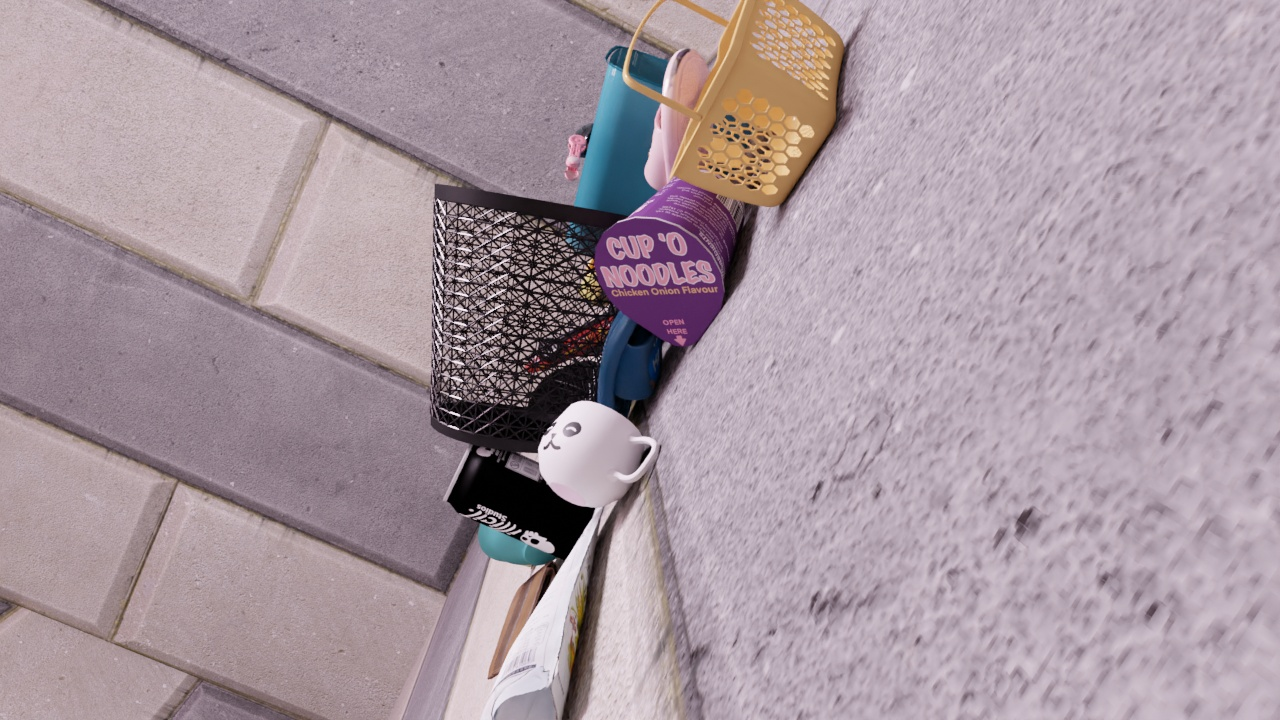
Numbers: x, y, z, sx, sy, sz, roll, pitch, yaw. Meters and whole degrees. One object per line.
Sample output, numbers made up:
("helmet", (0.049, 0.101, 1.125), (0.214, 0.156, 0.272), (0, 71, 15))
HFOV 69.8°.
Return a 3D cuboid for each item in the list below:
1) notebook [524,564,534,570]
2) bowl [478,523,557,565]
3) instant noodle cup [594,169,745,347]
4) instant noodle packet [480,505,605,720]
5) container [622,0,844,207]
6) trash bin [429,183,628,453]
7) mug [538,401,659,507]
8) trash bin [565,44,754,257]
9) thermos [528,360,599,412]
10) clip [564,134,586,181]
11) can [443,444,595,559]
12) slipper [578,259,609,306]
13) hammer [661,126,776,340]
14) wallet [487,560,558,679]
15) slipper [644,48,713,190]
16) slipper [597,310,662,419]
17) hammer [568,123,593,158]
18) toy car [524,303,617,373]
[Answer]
("notebook", (-0.123, 0.164, 1.286), (0.215, 0.034, 0.190), (-87, 18, -72))
("bowl", (-0.113, 0.190, 1.010), (0.046, 0.121, 0.121), (47, 116, 44))
("instant noodle cup", (0.041, -0.104, 0.845), (0.121, 0.122, 0.137), (-58, -43, -42))
("instant noodle packet", (-0.073, 0.225, 0.756), (0.147, 0.057, 0.268), (-60, 3, 18))
("container", (0.071, -0.232, 0.761), (0.130, 0.167, 0.182), (-58, 10, 43))
("trash bin", (-0.121, -0.043, 0.957), (0.217, 0.217, 0.243), (-113, 32, -81))
("mug", (-0.035, 0.087, 0.805), (0.124, 0.090, 0.076), (-1, 50, 47))
("trash bin", (0.020, -0.229, 1.091), (0.198, 0.196, 0.219), (-79, 9, -65))
("thermos", (-0.075, 0.049, 1.153), (0.106, 0.106, 0.218), (-64, 2, 7))
("clip", (-0.077, -0.234, 1.072), (0.058, 0.023, 0.050), (-89, 13, -56))
("can", (-0.120, 0.141, 0.938), (0.080, 0.146, 0.080), (-63, 7, 14))
("slipper", (-0.030, -0.132, 1.282), (0.100, 0.078, 0.262), (-45, -6, 18))
("hammer", (0.071, -0.129, 0.967), (0.312, 0.029, 0.124), (-61, 7, 33))
("wallet", (-0.128, 0.284, 0.993), (0.099, 0.027, 0.120), (-49, 16, 55))
("slipper", (0.037, -0.204, 0.924), (0.222, 0.056, 0.106), (87, -159, -51))
("slipper", (-0.006, 0.006, 0.948), (0.103, 0.059, 0.214), (-66, -8, -45))
("hammer", (0.005, -0.279, 1.281), (0.332, 0.033, 0.133), (-2, -58, -60))
("toy car", (-0.064, -0.032, 1.186), (0.189, 0.056, 0.081), (-26, 1, -4))
